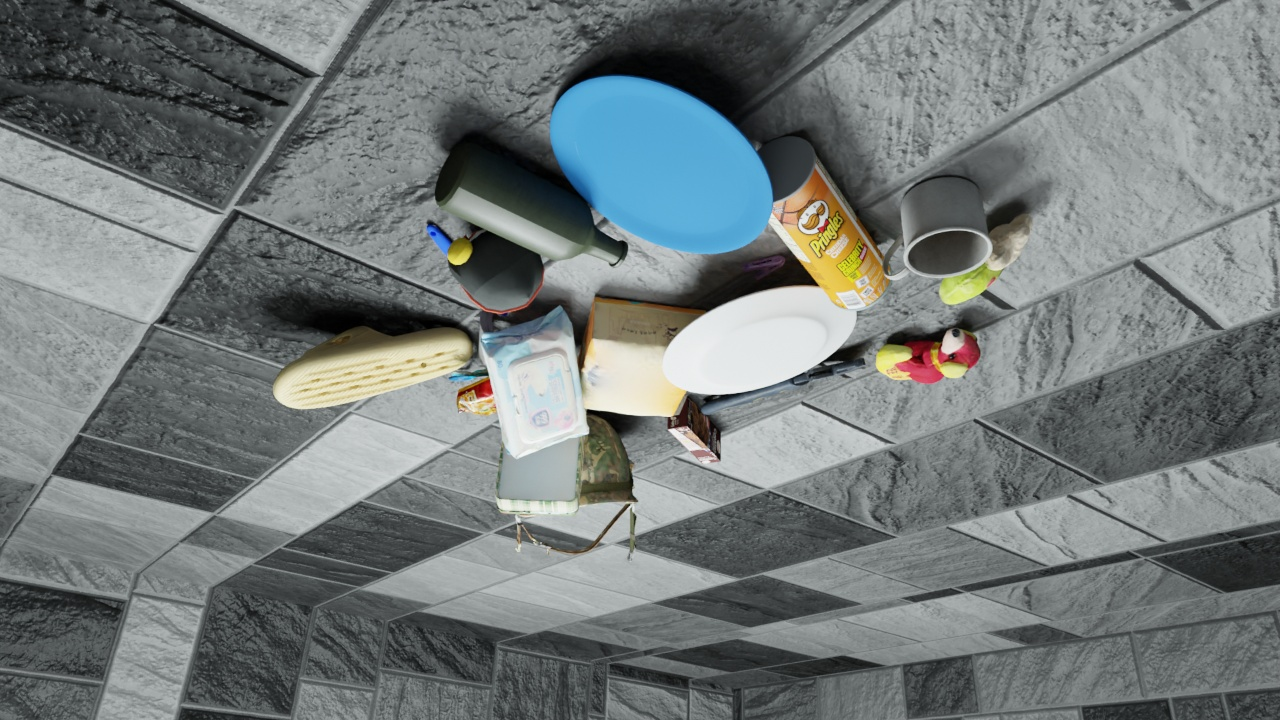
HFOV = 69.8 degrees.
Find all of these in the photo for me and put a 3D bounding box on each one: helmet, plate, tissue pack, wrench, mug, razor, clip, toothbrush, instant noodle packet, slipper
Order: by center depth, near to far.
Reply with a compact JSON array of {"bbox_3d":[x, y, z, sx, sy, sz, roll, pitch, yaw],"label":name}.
[{"bbox_3d":[0.021,-0.184,0.861,0.224,0.024,0.225,21,153,11],"label":"plate"},{"bbox_3d":[0.295,-0.129,0.933,0.113,0.070,0.084,-23,142,38],"label":"mug"},{"bbox_3d":[0.138,-0.108,1.048,0.046,0.014,0.050,13,153,-13],"label":"clip"},{"bbox_3d":[-0.201,-0.105,1.084,0.016,0.018,0.182,-8,147,19],"label":"toothbrush"},{"bbox_3d":[0.146,-0.014,1.112,0.242,0.016,0.243,-11,152,-6],"label":"plate"},{"bbox_3d":[-0.131,0.029,1.155,0.112,0.070,0.182,-16,121,-16],"label":"tissue pack"},{"bbox_3d":[-0.151,-0.030,1.193,0.116,0.047,0.088,0,152,-11],"label":"razor"},{"bbox_3d":[-0.355,-0.010,1.213,0.261,0.079,0.111,-13,153,-10],"label":"slipper"},{"bbox_3d":[-0.178,0.036,1.244,0.135,0.039,0.098,-23,165,8],"label":"instant noodle packet"},{"bbox_3d":[0.192,0.036,1.283,0.274,0.022,0.073,-21,172,41],"label":"wrench"},{"bbox_3d":[-0.101,0.198,1.407,0.192,0.236,0.225,-4,170,-19],"label":"helmet"}]

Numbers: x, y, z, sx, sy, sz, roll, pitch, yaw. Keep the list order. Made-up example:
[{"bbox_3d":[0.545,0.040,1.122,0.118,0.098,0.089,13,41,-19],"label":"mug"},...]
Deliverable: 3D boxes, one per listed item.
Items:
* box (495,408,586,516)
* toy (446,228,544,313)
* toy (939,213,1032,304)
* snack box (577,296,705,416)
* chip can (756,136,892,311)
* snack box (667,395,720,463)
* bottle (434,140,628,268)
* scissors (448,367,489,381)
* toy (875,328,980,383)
[{"bbox_3d":[-0.136,0.116,1.284,0.117,0.205,0.050,0,145,0],"label":"box"},{"bbox_3d":[-0.156,-0.100,1.012,0.097,0.099,0.119,-36,-176,-13],"label":"toy"},{"bbox_3d":[0.364,-0.108,0.962,0.046,0.091,0.115,44,135,3],"label":"toy"},{"bbox_3d":[-0.007,0.007,1.199,0.145,0.080,0.196,7,151,-8],"label":"snack box"},{"bbox_3d":[0.184,-0.133,0.933,0.075,0.075,0.215,-15,147,29],"label":"chip can"},{"bbox_3d":[0.084,0.108,1.407,0.032,0.050,0.141,-10,149,23],"label":"snack box"},{"bbox_3d":[-0.103,-0.148,0.936,0.206,0.071,0.072,23,146,-32],"label":"bottle"},{"bbox_3d":[-0.225,0.019,1.268,0.134,0.012,0.133,-7,177,29],"label":"scissors"},{"bbox_3d":[0.372,0.000,1.179,0.105,0.067,0.138,21,155,-37],"label":"toy"}]
